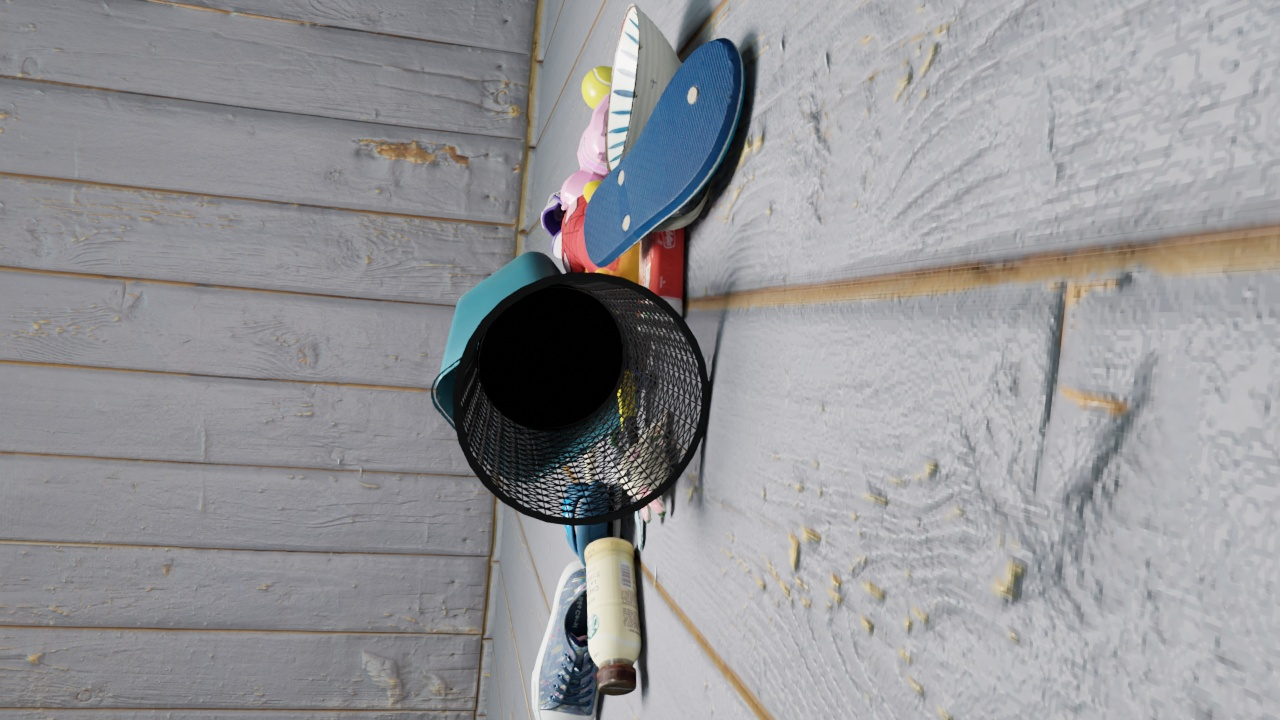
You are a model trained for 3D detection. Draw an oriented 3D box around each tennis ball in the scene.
[{"bbox_3d":[-0.054,-0.401,1.355,0.065,0.065,0.065,-176,91,-78],"label":"tennis ball"}]

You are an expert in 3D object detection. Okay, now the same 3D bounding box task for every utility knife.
[{"bbox_3d":[-0.009,0.110,1.018,0.029,0.020,0.203,122,144,-74],"label":"utility knife"}]

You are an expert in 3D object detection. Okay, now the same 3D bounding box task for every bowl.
[{"bbox_3d":[0.012,-0.283,0.981,0.177,0.071,0.177,-177,91,-79],"label":"bowl"}]

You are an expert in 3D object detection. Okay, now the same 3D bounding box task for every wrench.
[{"bbox_3d":[-0.030,0.241,1.115,0.047,0.009,0.273,130,144,-70],"label":"wrench"}]

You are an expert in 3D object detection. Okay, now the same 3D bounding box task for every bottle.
[{"bbox_3d":[-0.029,0.273,0.983,0.057,0.056,0.161,108,163,-47],"label":"bottle"}]

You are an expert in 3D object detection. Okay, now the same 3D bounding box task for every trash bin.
[{"bbox_3d":[-0.072,0.015,0.886,0.243,0.217,0.217,-141,57,-75],"label":"trash bin"},{"bbox_3d":[-0.136,-0.008,1.143,0.196,0.199,0.218,52,-170,-30],"label":"trash bin"}]

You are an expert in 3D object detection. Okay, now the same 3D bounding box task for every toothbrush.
[{"bbox_3d":[-0.006,0.006,1.086,0.190,0.016,0.017,-130,54,-74],"label":"toothbrush"}]

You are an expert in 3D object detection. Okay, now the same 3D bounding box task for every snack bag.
[{"bbox_3d":[0.021,-0.088,0.942,0.077,0.036,0.115,135,138,-73],"label":"snack bag"}]

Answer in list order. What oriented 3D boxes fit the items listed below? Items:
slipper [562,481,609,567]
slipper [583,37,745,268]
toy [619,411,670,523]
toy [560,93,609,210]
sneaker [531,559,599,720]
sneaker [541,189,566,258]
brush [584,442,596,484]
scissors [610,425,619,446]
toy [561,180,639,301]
[{"bbox_3d":[-0.068,0.198,1.137,0.214,0.059,0.103,88,-177,-87],"label":"slipper"},{"bbox_3d":[0.028,-0.175,0.865,0.296,0.060,0.118,-39,50,53],"label":"slipper"},{"bbox_3d":[0.006,0.107,0.919,0.087,0.050,0.112,140,128,-73],"label":"toy"},{"bbox_3d":[-0.054,-0.267,1.217,0.157,0.067,0.123,-65,9,-4],"label":"toy"},{"bbox_3d":[-0.084,0.370,1.140,0.079,0.087,0.235,-157,76,-80],"label":"sneaker"},{"bbox_3d":[-0.091,-0.221,1.347,0.243,0.111,0.092,-98,17,-47],"label":"sneaker"},{"bbox_3d":[-0.073,0.100,1.281,0.062,0.077,0.272,-13,77,40],"label":"brush"},{"bbox_3d":[-0.033,0.050,1.205,0.131,0.011,0.125,179,95,-78],"label":"scissors"},{"bbox_3d":[-0.045,-0.143,1.132,0.216,0.098,0.148,-121,47,-69],"label":"toy"}]
